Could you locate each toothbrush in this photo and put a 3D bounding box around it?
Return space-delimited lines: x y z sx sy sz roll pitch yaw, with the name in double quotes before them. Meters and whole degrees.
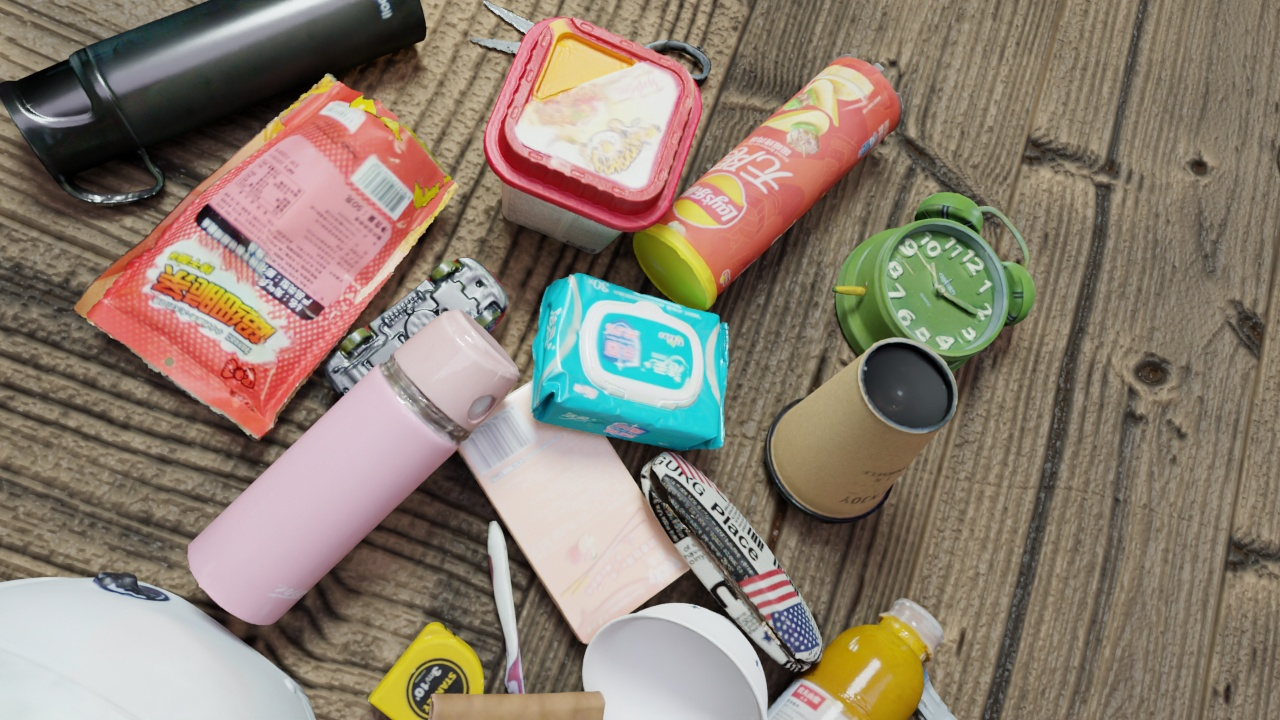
"toothbrush" -0.080 0.192 0.559 0.017 0.016 0.187 -8 80 -6

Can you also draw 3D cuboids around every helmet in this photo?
"helmet" -0.293 0.218 0.431 0.258 0.146 0.228 29 72 -6

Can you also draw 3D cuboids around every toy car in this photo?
"toy car" -0.138 -0.015 0.573 0.120 0.045 0.053 -40 91 -13

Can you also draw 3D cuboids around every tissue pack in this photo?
"tissue pack" -0.003 0.003 0.584 0.133 0.050 0.093 14 63 -24

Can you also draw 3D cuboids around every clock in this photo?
"clock" 0.218 -0.055 0.666 0.161 0.056 0.116 -36 89 -19

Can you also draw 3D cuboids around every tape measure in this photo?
"tape measure" -0.121 0.190 0.541 0.057 0.029 0.060 40 78 -4

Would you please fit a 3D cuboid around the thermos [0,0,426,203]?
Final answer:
"thermos" -0.254 -0.180 0.577 0.242 0.068 0.090 -30 119 -16

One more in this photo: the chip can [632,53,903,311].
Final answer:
"chip can" 0.092 -0.127 0.644 0.073 0.073 0.216 47 70 -1

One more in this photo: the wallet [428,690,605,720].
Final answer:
"wallet" -0.074 0.248 0.526 0.101 0.020 0.115 5 87 -18

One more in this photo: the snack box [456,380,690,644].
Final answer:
"snack box" -0.045 0.090 0.583 0.084 0.026 0.157 -32 87 -18

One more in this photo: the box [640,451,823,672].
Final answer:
"box" 0.056 0.127 0.584 0.164 0.052 0.068 50 30 5

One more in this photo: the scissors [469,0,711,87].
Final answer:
"scissors" -0.030 -0.209 0.661 0.164 0.014 0.163 -23 83 -17

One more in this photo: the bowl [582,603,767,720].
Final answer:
"bowl" 0.032 0.189 0.554 0.118 0.119 0.064 55 34 2

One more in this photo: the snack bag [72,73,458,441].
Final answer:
"snack bag" -0.217 -0.069 0.560 0.128 0.073 0.207 40 76 -11

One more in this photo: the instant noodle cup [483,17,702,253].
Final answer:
"instant noodle cup" -0.037 -0.132 0.583 0.116 0.124 0.116 21 73 -9

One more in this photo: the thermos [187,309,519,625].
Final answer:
"thermos" -0.154 0.059 0.523 0.198 0.087 0.067 -44 68 -2

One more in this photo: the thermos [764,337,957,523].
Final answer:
"thermos" 0.140 0.046 0.586 0.093 0.143 0.093 5 64 -10

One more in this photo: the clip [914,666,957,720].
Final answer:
"clip" 0.193 0.232 0.616 0.026 0.038 0.058 -32 89 -21

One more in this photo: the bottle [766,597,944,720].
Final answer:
"bottle" 0.118 0.228 0.572 0.189 0.068 0.068 -42 90 -19
